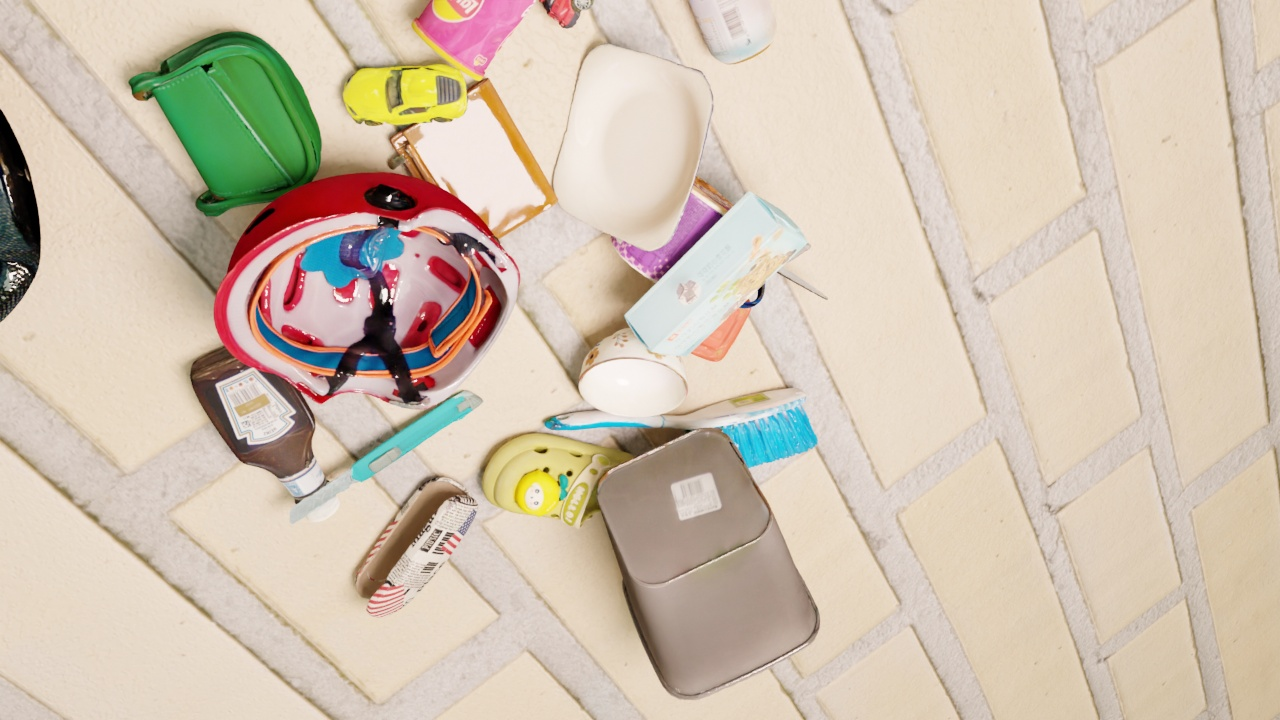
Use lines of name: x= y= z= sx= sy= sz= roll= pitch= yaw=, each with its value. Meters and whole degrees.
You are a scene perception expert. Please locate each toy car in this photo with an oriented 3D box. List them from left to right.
toy car: x=-0.201 y=-0.229 z=0.785 sx=0.105 sy=0.032 sz=0.048 roll=-5 pitch=91 yaw=-6
toy car: x=-0.046 y=-0.349 z=0.796 sx=0.045 sy=0.053 sz=0.121 roll=28 pitch=103 yaw=-21

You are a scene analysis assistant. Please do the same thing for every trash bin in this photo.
trash bin: x=0.066 y=0.208 z=0.981 sx=0.198 sy=0.199 sz=0.220 roll=-24 pitch=136 yaw=-5

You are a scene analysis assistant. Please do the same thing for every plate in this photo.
plate: x=-0.004 y=-0.194 z=0.836 sx=0.034 sy=0.164 sz=0.164 roll=-7 pitch=121 yaw=-50

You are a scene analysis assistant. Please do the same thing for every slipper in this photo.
slipper: x=-0.073 y=0.135 z=0.994 sx=0.190 sy=0.081 sz=0.092 roll=8 pitch=107 yaw=-28

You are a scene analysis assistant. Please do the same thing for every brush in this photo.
brush: x=0.051 y=0.081 z=1.039 sx=0.314 sy=0.060 sz=0.109 roll=-13 pitch=112 yaw=-14

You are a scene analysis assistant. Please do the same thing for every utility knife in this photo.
utility knife: x=-0.252 y=0.094 z=0.916 sx=0.221 sy=0.013 sz=0.029 roll=-35 pitch=125 yaw=-18

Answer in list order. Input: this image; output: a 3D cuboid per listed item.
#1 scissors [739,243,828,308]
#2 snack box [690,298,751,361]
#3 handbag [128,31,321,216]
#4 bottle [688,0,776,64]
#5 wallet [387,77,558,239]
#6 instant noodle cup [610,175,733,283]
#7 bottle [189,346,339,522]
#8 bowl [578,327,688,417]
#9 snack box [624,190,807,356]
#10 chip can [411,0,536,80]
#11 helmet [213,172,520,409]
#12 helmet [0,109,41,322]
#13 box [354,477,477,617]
scissors: x=0.129 y=-0.104 z=0.963 sx=0.162 sy=0.175 sz=0.012 roll=45 pitch=136 yaw=-3
snack box: x=0.065 y=-0.050 z=0.963 sx=0.082 sy=0.080 sz=0.091 roll=22 pitch=104 yaw=-28
handbag: x=-0.331 y=-0.194 z=0.749 sx=0.120 sy=0.068 sz=0.131 roll=-21 pitch=121 yaw=-4
bottle: x=0.064 y=-0.365 z=0.825 sx=0.068 sy=0.068 sz=0.189 roll=-32 pitch=121 yaw=-6
wallet: x=-0.156 y=-0.171 z=0.843 sx=0.119 sy=0.035 sz=0.131 roll=-32 pitch=118 yaw=-4
instant noodle cup: x=0.031 y=-0.132 z=0.901 sx=0.111 sy=0.111 sz=0.099 roll=25 pitch=112 yaw=-30
bottle: x=-0.347 y=0.073 z=0.874 sx=0.079 sy=0.044 sz=0.195 roll=-26 pitch=121 yaw=-9
bowl: x=-0.006 y=0.006 z=0.959 sx=0.113 sy=0.062 sz=0.114 roll=3 pitch=146 yaw=2
snack box: x=0.071 y=-0.077 z=0.870 sx=0.175 sy=0.051 sz=0.074 roll=-44 pitch=158 yaw=20
chip can: x=-0.098 y=-0.336 z=0.750 sx=0.071 sy=0.071 sz=0.211 roll=32 pitch=108 yaw=-31
helmet: x=-0.237 y=-0.075 z=0.784 sx=0.239 sy=0.143 sz=0.207 roll=10 pitch=127 yaw=-35
helmet: x=-0.539 y=-0.122 z=0.597 sx=0.233 sy=0.230 sz=0.275 roll=-26 pitch=122 yaw=-26
box: x=-0.228 y=0.205 z=0.962 sx=0.075 sy=0.081 sz=0.163 roll=35 pitch=94 yaw=-36
